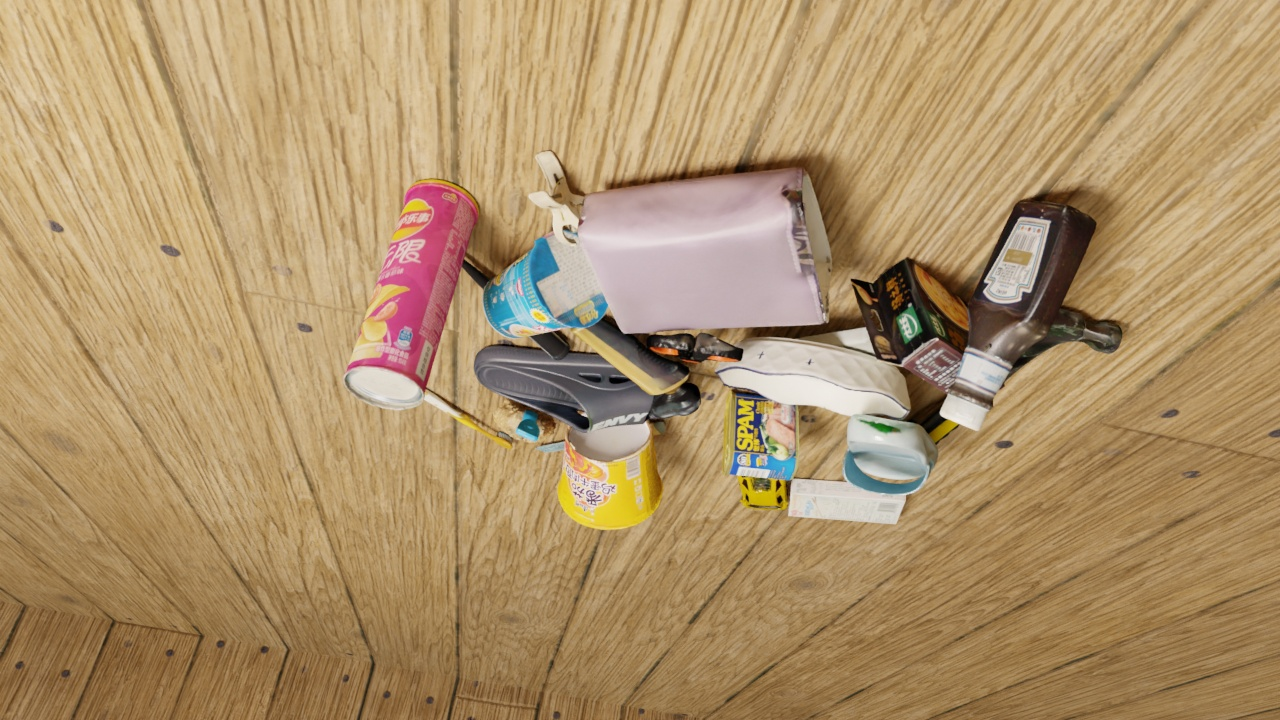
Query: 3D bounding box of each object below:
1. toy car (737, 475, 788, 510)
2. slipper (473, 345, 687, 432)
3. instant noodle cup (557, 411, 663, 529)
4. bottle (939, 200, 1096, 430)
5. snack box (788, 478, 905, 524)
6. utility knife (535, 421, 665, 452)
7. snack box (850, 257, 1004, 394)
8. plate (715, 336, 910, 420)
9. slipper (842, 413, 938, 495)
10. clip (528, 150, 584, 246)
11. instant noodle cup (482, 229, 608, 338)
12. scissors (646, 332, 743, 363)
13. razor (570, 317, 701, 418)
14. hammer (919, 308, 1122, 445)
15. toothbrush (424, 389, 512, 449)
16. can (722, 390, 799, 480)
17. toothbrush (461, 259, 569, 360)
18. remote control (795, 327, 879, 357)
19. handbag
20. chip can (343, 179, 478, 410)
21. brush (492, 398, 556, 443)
[{"bbox_3d":[0.174,0.181,1.290,0.071,0.041,0.156,2,149,11],"label":"toy car"},{"bbox_3d":[-0.073,0.048,1.099,0.268,0.083,0.111,9,150,2],"label":"slipper"},{"bbox_3d":[-0.040,0.128,1.166,0.138,0.137,0.110,5,129,6],"label":"instant noodle cup"},{"bbox_3d":[0.308,-0.036,0.769,0.044,0.195,0.080,21,-174,-21],"label":"bottle"},{"bbox_3d":[0.292,0.201,1.308,0.157,0.026,0.085,4,149,8],"label":"snack box"},{"bbox_3d":[-0.055,0.108,1.249,0.211,0.021,0.031,-17,136,25],"label":"utility knife"},{"bbox_3d":[0.267,-0.028,0.856,0.125,0.113,0.053,28,127,-30],"label":"snack box"},{"bbox_3d":[0.182,0.018,0.961,0.205,0.045,0.205,13,173,2],"label":"plate"},{"bbox_3d":[0.278,0.114,1.036,0.104,0.074,0.245,9,169,20],"label":"slipper"},{"bbox_3d":[-0.069,-0.140,0.831,0.035,0.071,0.100,-5,149,20],"label":"clip"},{"bbox_3d":[-0.100,-0.068,0.916,0.099,0.099,0.110,30,150,-31],"label":"instant noodle cup"},{"bbox_3d":[0.040,-0.012,0.948,0.141,0.021,0.235,9,177,-19],"label":"scissors"},{"bbox_3d":[-0.006,0.006,1.020,0.167,0.062,0.068,36,106,-15],"label":"razor"},{"bbox_3d":[0.371,0.036,1.020,0.126,0.031,0.324,14,148,-8],"label":"hammer"},{"bbox_3d":[-0.243,0.072,1.242,0.016,0.018,0.191,-22,135,36],"label":"toothbrush"},{"bbox_3d":[0.143,0.090,1.096,0.083,0.101,0.057,5,149,0],"label":"can"},{"bbox_3d":[-0.145,-0.064,0.986,0.026,0.027,0.212,-41,134,4],"label":"toothbrush"},{"bbox_3d":[0.211,-0.014,0.936,0.058,0.021,0.150,17,172,-19],"label":"remote control"},{"bbox_3d":[0.060,-0.099,0.813,0.197,0.098,0.145,-3,148,20],"label":"handbag"},{"bbox_3d":[-0.204,-0.063,0.827,0.071,0.210,0.071,7,148,4],"label":"chip can"},{"bbox_3d":[-0.136,0.077,1.095,0.083,0.046,0.255,25,175,-7],"label":"brush"}]
